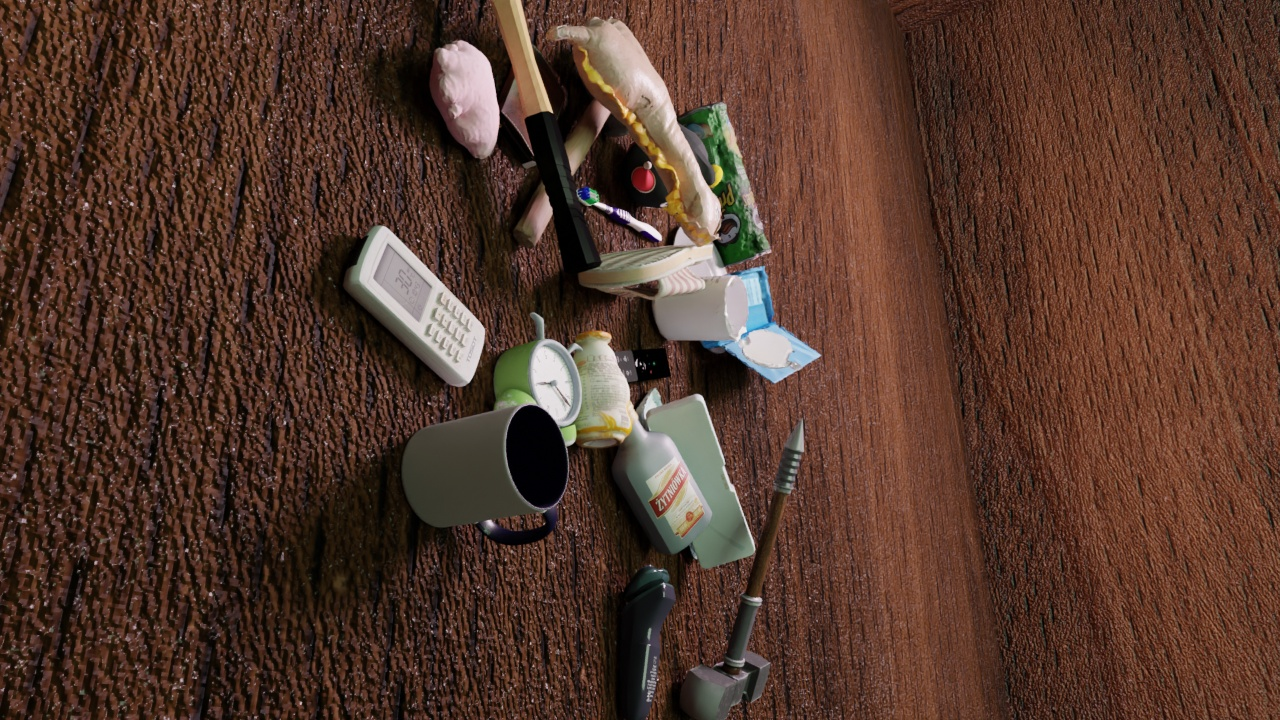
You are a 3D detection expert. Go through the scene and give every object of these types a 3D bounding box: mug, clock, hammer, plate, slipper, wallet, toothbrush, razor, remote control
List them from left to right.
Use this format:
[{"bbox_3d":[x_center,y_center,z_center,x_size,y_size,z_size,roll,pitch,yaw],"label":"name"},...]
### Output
[{"bbox_3d":[-0.171,-0.039,0.709,0.138,0.025,0.060,50,37,-40],"label":"remote control"},{"bbox_3d":[-0.108,0.093,0.690,0.112,0.097,0.078,64,30,-22],"label":"mug"},{"bbox_3d":[-0.112,-0.258,0.926,0.072,0.019,0.122,52,36,-38],"label":"wallet"},{"bbox_3d":[-0.099,-0.242,0.855,0.131,0.039,0.328,-27,101,-77],"label":"hammer"},{"bbox_3d":[-0.090,0.030,0.812,0.094,0.043,0.119,39,45,-48],"label":"clock"},{"bbox_3d":[-0.068,-0.226,0.972,0.098,0.052,0.327,58,36,-31],"label":"hammer"},{"bbox_3d":[-0.020,-0.165,1.058,0.186,0.016,0.015,18,63,-58],"label":"toothbrush"},{"bbox_3d":[-0.006,0.006,1.009,0.149,0.013,0.034,-5,83,-62],"label":"remote control"},{"bbox_3d":[0.003,0.269,0.874,0.047,0.052,0.142,39,51,-53],"label":"razor"},{"bbox_3d":[0.016,-0.095,1.001,0.262,0.115,0.052,-31,118,-66],"label":"slipper"},{"bbox_3d":[0.082,-0.095,1.219,0.178,0.012,0.178,35,48,-52],"label":"plate"},{"bbox_3d":[0.128,0.219,0.982,0.155,0.043,0.322,9,97,-60],"label":"hammer"}]

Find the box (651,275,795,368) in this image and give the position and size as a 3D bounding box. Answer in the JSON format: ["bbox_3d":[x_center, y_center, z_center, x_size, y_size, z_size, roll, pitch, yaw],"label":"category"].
[{"bbox_3d":[0.100,-0.046,1.083,0.084,0.160,0.119,-45,128,-52],"label":"box"}]

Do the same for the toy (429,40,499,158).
[{"bbox_3d":[-0.154,-0.234,0.800,0.093,0.050,0.102,0,81,-74],"label":"toy"}]

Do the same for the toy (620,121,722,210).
[{"bbox_3d":[0.024,-0.226,1.093,0.119,0.098,0.100,-43,118,-34],"label":"toy"}]

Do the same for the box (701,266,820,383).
[{"bbox_3d":[0.150,-0.045,1.244,0.173,0.066,0.231,57,27,8],"label":"box"}]

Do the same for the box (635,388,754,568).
[{"bbox_3d":[0.055,0.126,1.027,0.096,0.086,0.199,-100,171,-74],"label":"box"}]

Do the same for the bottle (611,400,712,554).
[{"bbox_3d":[0.011,0.115,0.940,0.072,0.046,0.161,-39,110,-31],"label":"bottle"}]

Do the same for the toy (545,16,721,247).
[{"bbox_3d":[0.004,-0.235,0.967,0.195,0.065,0.264,-35,104,-56],"label":"toy"}]

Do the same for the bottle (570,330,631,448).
[{"bbox_3d":[-0.042,0.027,0.879,0.063,0.063,0.108,23,59,-57],"label":"bottle"}]

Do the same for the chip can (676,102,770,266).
[{"bbox_3d":[0.117,-0.247,1.289,0.075,0.076,0.223,-37,110,-60],"label":"chip can"}]
